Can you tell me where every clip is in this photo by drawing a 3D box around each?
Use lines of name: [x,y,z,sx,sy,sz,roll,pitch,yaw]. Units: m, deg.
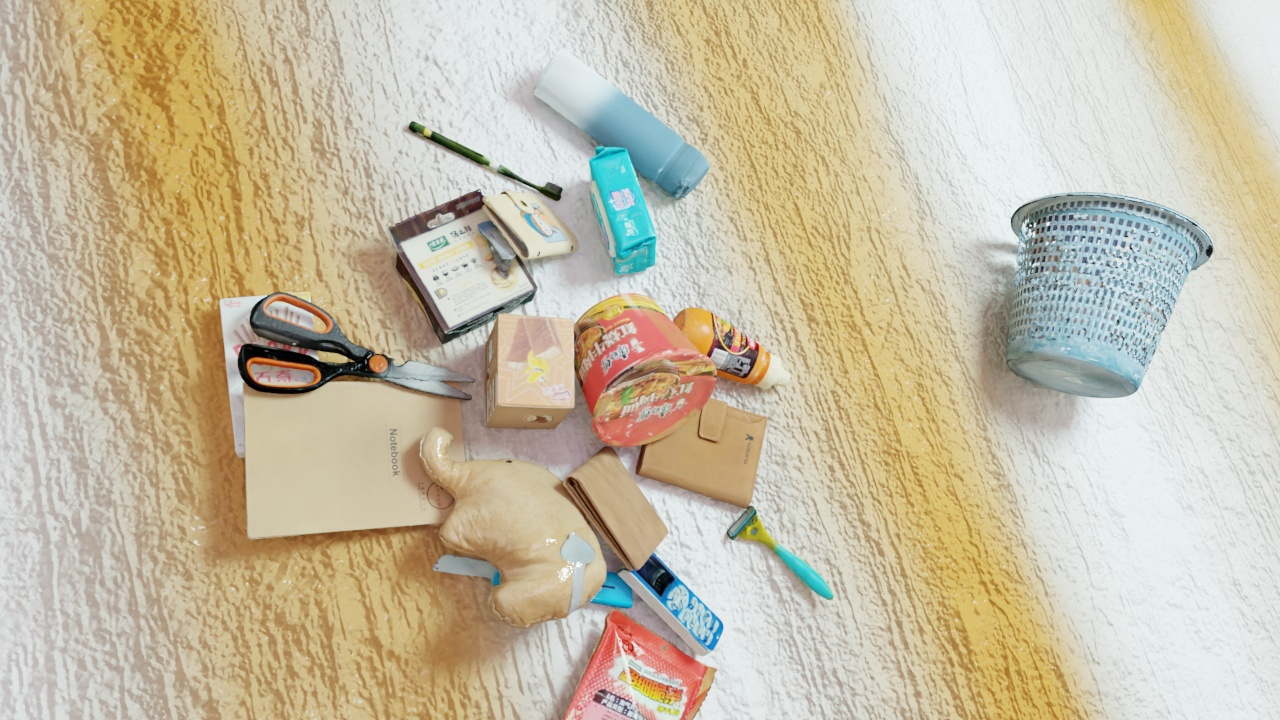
clip: [-0.149,-0.123,0.955,0.024,0.026,0.056,-20,74,-28]

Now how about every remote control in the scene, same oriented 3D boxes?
remote control: [0.031,0.245,0.937,0.125,0.024,0.048,46,33,0]

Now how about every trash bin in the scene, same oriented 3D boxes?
trash bin: [0.542,-0.067,1.113,0.226,0.227,0.195,22,81,-10]

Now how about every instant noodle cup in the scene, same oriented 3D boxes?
instant noodle cup: [-0.006,0.006,0.945,0.137,0.138,0.108,-15,51,-21]

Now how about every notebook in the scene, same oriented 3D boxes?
notebook: [-0.271,0.090,0.887,0.207,0.008,0.147,0,73,-29]

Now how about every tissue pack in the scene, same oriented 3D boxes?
tissue pack: [-0.022,-0.165,1.019,0.050,0.093,0.133,-17,78,-5]

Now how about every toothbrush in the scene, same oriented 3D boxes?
toothbrush: [-0.173,-0.227,1.038,0.186,0.012,0.017,25,62,-8]

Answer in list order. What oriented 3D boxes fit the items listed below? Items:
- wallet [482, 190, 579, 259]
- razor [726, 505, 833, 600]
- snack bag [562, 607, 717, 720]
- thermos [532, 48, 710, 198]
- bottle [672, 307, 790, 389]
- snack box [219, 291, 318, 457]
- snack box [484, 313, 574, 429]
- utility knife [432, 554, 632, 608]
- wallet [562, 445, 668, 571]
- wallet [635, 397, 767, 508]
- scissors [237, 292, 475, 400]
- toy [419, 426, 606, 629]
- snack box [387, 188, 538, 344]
wallet: [-0.120,-0.147,0.989,0.087,0.024,0.115,54,26,5]
razor: [0.156,0.213,0.990,0.132,0.028,0.043,39,96,0]
snack bag: [-0.019,0.358,0.875,0.128,0.073,0.207,34,61,-9]
thermos: [-0.019,-0.273,1.072,0.220,0.070,0.070,36,66,-4]
bottle: [0.103,-0.006,1.029,0.149,0.067,0.066,24,67,-16]
snack box: [-0.358,0.012,0.897,0.084,0.027,0.156,-7,76,-19]
snack box: [-0.114,0.014,0.935,0.077,0.093,0.094,3,72,-17]
utility knife: [-0.105,0.217,0.915,0.203,0.018,0.034,11,71,-12]
wallet: [-0.022,0.148,0.930,0.115,0.020,0.101,55,24,2]
wallet: [0.068,0.093,1.001,0.131,0.031,0.107,19,70,-11]
scissors: [-0.277,0.016,0.900,0.234,0.022,0.160,37,57,-11]
toy: [-0.126,0.152,0.892,0.143,0.083,0.226,-16,57,-45]
snack box: [-0.189,-0.099,0.969,0.113,0.053,0.125,-29,82,-24]
